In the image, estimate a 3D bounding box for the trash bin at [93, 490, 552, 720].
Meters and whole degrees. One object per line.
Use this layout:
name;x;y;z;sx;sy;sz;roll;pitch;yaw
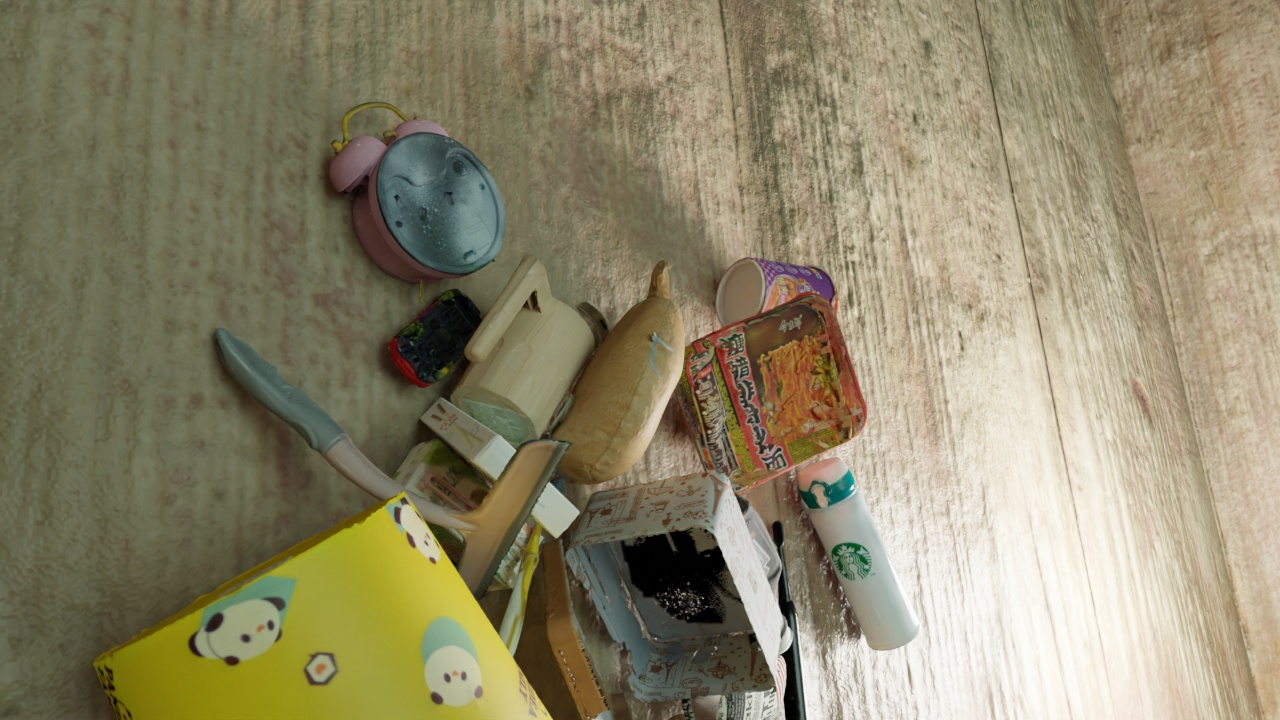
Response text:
trash bin;-0.158;0.231;0.525;0.228;0.230;0.255;-30;93;-46

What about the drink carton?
drink carton;-0.135;0.120;0.705;0.122;0.046;0.053;49;49;-22

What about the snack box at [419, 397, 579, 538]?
snack box;-0.107;0.074;0.673;0.026;0.157;0.084;-48;114;-13

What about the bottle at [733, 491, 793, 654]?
bottle;0.098;0.208;0.860;0.079;0.044;0.195;-39;126;-17

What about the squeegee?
squeegee;-0.191;0.058;0.608;0.249;0.248;0.040;34;50;3

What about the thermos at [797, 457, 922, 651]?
thermos;0.245;0.217;1.043;0.073;0.073;0.224;-33;100;-46

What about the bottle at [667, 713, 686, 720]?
bottle;0.093;0.399;0.836;0.206;0.060;0.059;48;48;-15

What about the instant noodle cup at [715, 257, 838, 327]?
instant noodle cup;0.144;-0.064;1.014;0.099;0.112;0.111;13;67;-33

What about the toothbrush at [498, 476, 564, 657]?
toothbrush;-0.081;0.154;0.685;0.016;0.018;0.190;47;29;-23

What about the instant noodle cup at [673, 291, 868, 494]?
instant noodle cup;0.125;0.030;0.933;0.188;0.079;0.164;-23;103;-10

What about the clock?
clock;-0.181;-0.134;0.734;0.116;0.060;0.158;-38;105;-44

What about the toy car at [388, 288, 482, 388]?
toy car;-0.161;-0.019;0.735;0.049;0.031;0.106;54;33;-16

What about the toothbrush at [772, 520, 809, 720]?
toothbrush;0.154;0.276;0.964;0.027;0.026;0.212;54;30;-70

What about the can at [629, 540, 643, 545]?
can;0.041;0.161;0.864;0.132;0.053;0.053;21;62;-39

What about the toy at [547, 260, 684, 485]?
toy;-0.005;0.005;0.786;0.082;0.144;0.225;33;69;-11

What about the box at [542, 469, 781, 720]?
box;0.008;0.215;0.712;0.191;0.156;0.183;-69;140;-61

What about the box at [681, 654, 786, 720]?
box;0.079;0.311;0.841;0.163;0.081;0.075;10;83;-65

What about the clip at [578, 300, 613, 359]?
clip;-0.022;-0.013;0.877;0.097;0.034;0.061;27;59;-27

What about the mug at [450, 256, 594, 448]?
mug;-0.098;-0.004;0.740;0.125;0.084;0.103;82;28;-49
